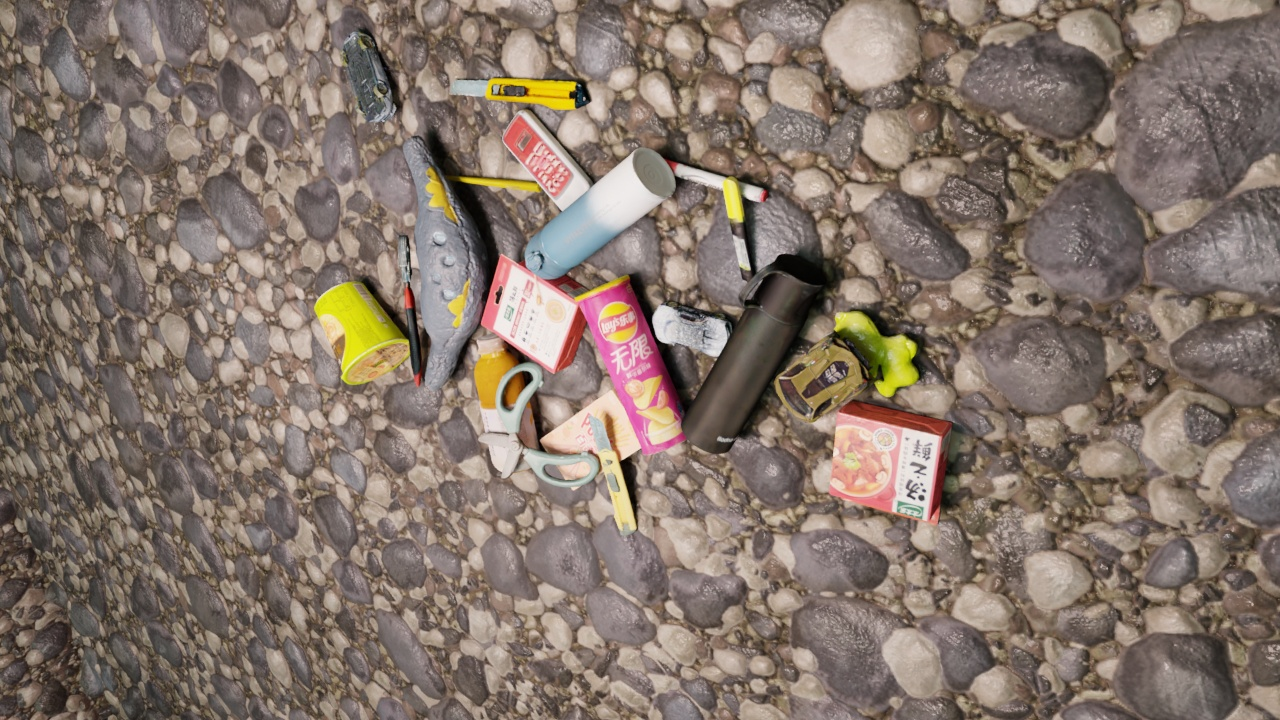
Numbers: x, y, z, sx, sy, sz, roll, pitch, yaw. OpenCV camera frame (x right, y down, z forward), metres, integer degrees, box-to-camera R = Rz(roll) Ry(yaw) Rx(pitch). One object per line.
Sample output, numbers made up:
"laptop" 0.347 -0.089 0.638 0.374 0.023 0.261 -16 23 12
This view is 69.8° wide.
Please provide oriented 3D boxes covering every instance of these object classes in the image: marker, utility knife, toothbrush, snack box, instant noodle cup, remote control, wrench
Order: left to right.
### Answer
"instant noodle cup" -0.412 -0.045 1.340 0.112 0.111 0.123 -44 74 36
"wrench" -0.316 -0.065 1.267 0.016 0.056 0.274 -1 137 -8
"toothbrush" -0.205 -0.228 1.186 0.190 0.015 0.017 10 118 29
"utility knife" -0.153 -0.325 1.114 0.216 0.015 0.033 12 112 29
"snack box" -0.133 -0.065 1.184 0.127 0.044 0.113 33 123 17
"remote control" -0.114 -0.242 1.119 0.136 0.020 0.056 50 126 7
"snack box" -0.059 0.103 1.212 0.158 0.026 0.084 -36 88 37
"utility knife" -0.035 0.153 1.199 0.031 0.021 0.205 -2 118 19
"marker" 0.074 -0.201 1.016 0.145 0.017 0.017 23 119 24
"marker" 0.109 -0.142 1.007 0.018 0.015 0.124 7 124 36
"snack box" 0.269 0.118 0.996 0.113 0.044 0.127 12 115 29

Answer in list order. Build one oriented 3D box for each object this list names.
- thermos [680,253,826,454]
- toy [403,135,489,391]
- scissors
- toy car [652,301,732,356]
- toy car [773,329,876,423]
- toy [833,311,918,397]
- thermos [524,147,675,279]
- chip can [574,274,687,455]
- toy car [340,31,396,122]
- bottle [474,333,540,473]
"thermos" 0.114 -0.006 1.024 0.243 0.089 0.068 -65 34 32
"toy" -0.259 -0.111 1.217 0.138 0.091 0.357 23 121 38
"scissors" -0.130 0.087 1.201 0.171 0.019 0.170 12 109 11
"toy car" 0.058 -0.036 1.081 0.106 0.031 0.049 17 115 28
"toy car" 0.193 0.024 0.988 0.070 0.042 0.158 51 150 7
"toy" 0.243 -0.006 0.973 0.100 0.031 0.097 1 110 32
"thermos" -0.055 -0.163 1.071 0.221 0.070 0.070 -31 90 41
"chip can" -0.007 0.007 1.113 0.072 0.071 0.210 -19 97 36
"toy car" -0.361 -0.376 1.217 0.054 0.036 0.120 -25 83 37
"bottle" -0.185 0.058 1.250 0.068 0.067 0.189 0 108 33
